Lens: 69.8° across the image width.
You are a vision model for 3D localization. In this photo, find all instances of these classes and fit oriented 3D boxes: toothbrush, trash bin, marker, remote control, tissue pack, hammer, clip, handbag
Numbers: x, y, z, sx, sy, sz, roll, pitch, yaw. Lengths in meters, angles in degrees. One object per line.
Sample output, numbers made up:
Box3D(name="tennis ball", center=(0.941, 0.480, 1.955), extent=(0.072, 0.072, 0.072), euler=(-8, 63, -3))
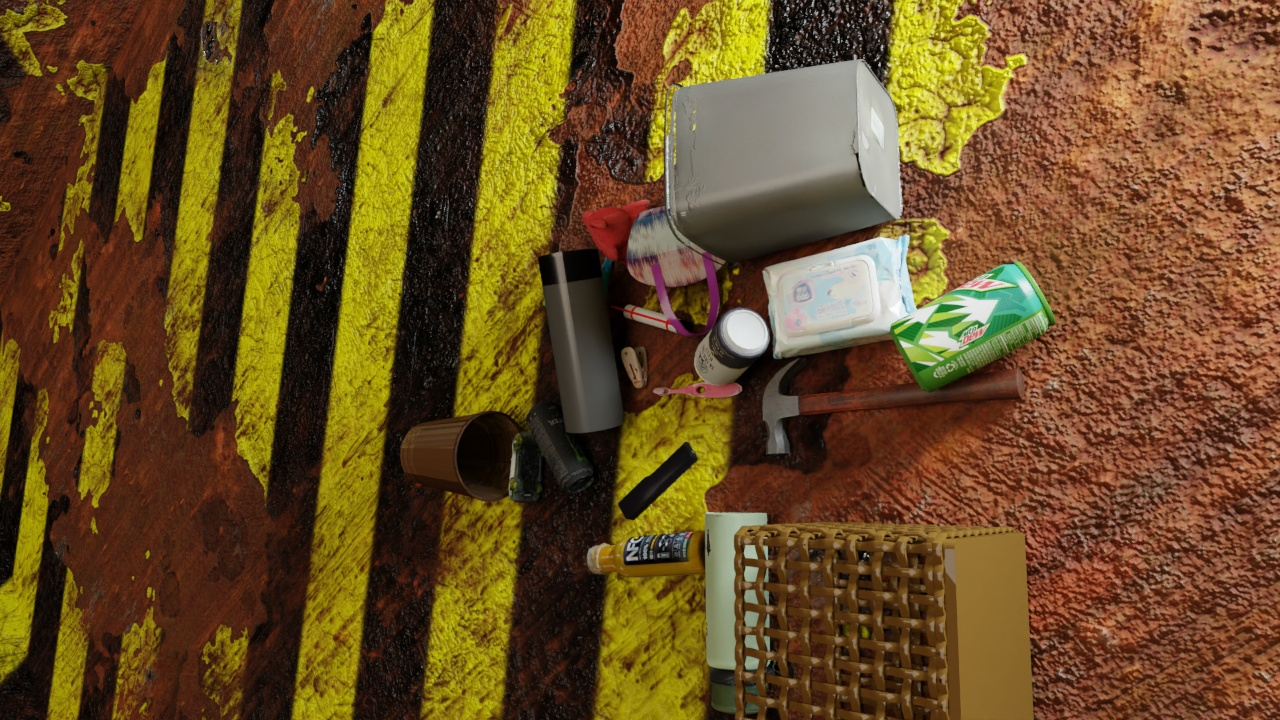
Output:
Box3D(name="toothbrush", center=(0.073, 0.039, 1.199), extent=(0.135, 0.016, 0.021), euler=(-4, 81, 38))
Box3D(name="trash bin", center=(0.169, -0.230, 1.060), extent=(0.221, 0.197, 0.197), euler=(-6, 78, 31))
Box3D(name="marker", center=(0.009, -0.060, 1.261), extent=(0.146, 0.019, 0.019), euler=(18, 95, 38))
Box3D(name="remote control", center=(0.022, 0.161, 1.222), extent=(0.137, 0.015, 0.032), euler=(-46, 59, 24))
Box3D(name="tissue pack", center=(0.232, -0.071, 1.056), extent=(0.182, 0.069, 0.112), euler=(-12, 78, 36))
Box3D(name="hammer", center=(0.274, 0.041, 1.034), extent=(0.301, 0.028, 0.111), euler=(-9, 79, 37))
Box3D(name="clip", center=(-0.008, 0.007, 1.254), extent=(0.024, 0.039, 0.060), euler=(-20, 67, 36))
Box3D(name="handbag", center=(0.057, -0.115, 1.189), extent=(0.145, 0.068, 0.170), euler=(-13, 90, 7))

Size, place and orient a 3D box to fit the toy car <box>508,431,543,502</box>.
Box3D(name="toy car", center=(-0.169, 0.157, 1.353), extent=(0.033, 0.048, 0.105), euler=(-1, 83, 58))

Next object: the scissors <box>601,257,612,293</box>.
Box3D(name="scissors", center=(-0.061, -0.095, 1.308), extent=(0.015, 0.066, 0.134), euler=(-15, 57, 63))

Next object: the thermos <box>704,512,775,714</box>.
Box3D(name="thermos", center=(0.119, 0.298, 1.091), extent=(0.082, 0.082, 0.231), euler=(-7, 79, 37))

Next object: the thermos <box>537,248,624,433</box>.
Box3D(name="thermos", center=(-0.080, -0.028, 1.244), extent=(0.082, 0.082, 0.240), euler=(-4, 98, 38))

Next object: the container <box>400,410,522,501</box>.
Box3D(name="container", center=(-0.276, 0.143, 1.394), extent=(0.168, 0.132, 0.132), euler=(-4, 81, 43))

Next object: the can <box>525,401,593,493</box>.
Box3D(name="can", center=(-0.116, 0.122, 1.310), extent=(0.054, 0.053, 0.137), euler=(-46, 59, 24))

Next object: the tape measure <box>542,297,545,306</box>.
Box3D(name="tape measure", center=(-0.105, -0.084, 1.326), extent=(0.059, 0.065, 0.035), euler=(-2, 68, 29))

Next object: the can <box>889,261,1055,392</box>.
Box3D(name="can", center=(0.339, -0.034, 0.943), extent=(0.144, 0.083, 0.083), euler=(-30, 65, 16))

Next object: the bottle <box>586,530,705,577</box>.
Box3D(name="bottle", center=(0.011, 0.254, 1.192), extent=(0.187, 0.053, 0.053), euler=(-13, 76, 36))

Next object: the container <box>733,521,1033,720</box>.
Box3D(name="container", center=(0.242, 0.291, 0.901), extent=(0.215, 0.219, 0.251), euler=(-6, 80, 37))

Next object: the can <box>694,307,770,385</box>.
Box3D(name="can", center=(0.108, -0.013, 1.122), extent=(0.128, 0.064, 0.064), euler=(124, 135, -64))

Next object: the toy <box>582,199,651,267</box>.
Box3D(name="toy", center=(-0.027, -0.190, 1.245), extent=(0.094, 0.132, 0.088), euler=(-42, 70, 16))
